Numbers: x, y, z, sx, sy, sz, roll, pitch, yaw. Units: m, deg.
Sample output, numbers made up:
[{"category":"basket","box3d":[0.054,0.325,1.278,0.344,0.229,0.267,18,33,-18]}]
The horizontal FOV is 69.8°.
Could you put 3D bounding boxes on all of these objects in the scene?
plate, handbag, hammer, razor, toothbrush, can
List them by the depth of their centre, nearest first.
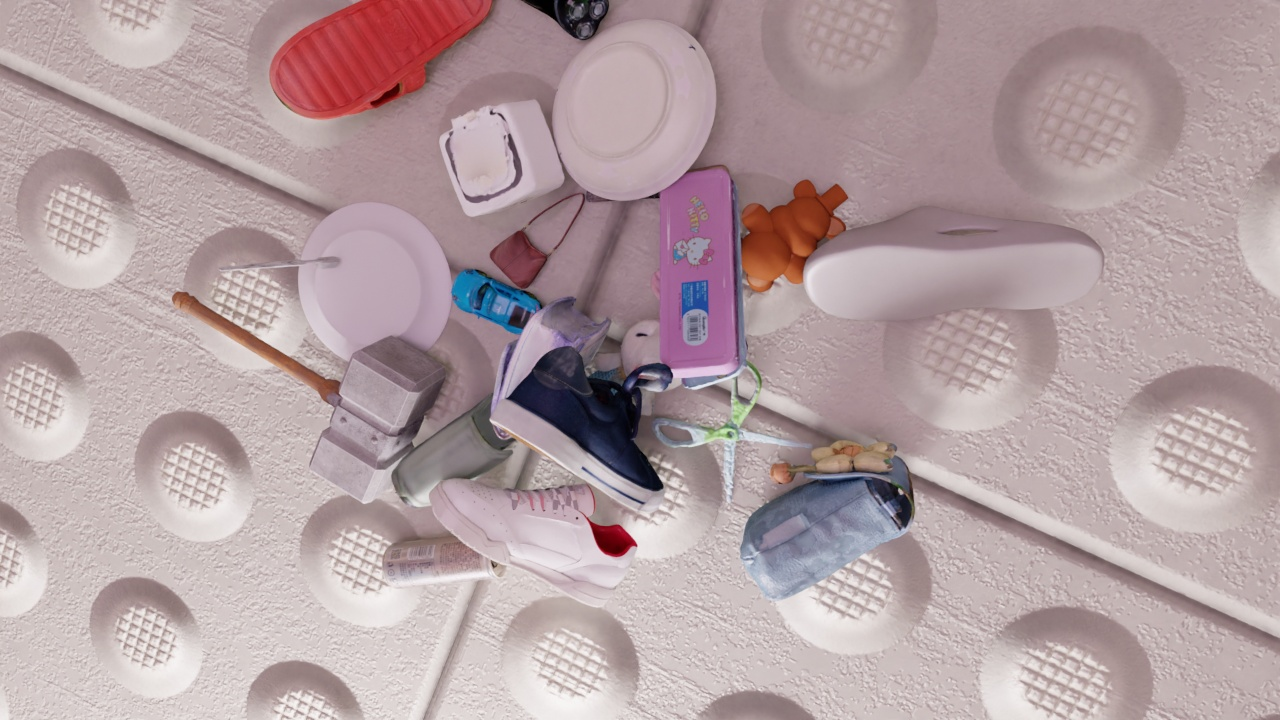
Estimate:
[{"category":"plate","box3d":[-0.016,-0.251,0.903,0.183,0.034,0.182,-2,86,27]},{"category":"razor","box3d":[-0.099,-0.375,0.913,0.140,0.063,0.053,34,104,3]},{"category":"handbag","box3d":[0.181,0.148,0.923,0.192,0.121,0.118,-33,93,20]},{"category":"handbag","box3d":[-0.097,0.003,0.932,0.069,0.158,0.127,33,105,1]},{"category":"toothbrush","box3d":[-0.367,-0.095,0.940,0.010,0.181,0.010,35,108,9]},{"category":"handbag","box3d":[-0.103,-0.135,0.980,0.120,0.029,0.055,-44,91,10]},{"category":"handbag","box3d":[-0.198,0.102,0.999,0.122,0.106,0.067,-34,94,16]},{"category":"hammer","box3d":[-0.391,0.006,1.024,0.318,0.082,0.163,30,112,5]},{"category":"plate","box3d":[-0.304,-0.082,1.033,0.189,0.016,0.188,2,100,12]},{"category":"can","box3d":[-0.225,0.229,1.053,0.136,0.054,0.054,-9,98,13]}]

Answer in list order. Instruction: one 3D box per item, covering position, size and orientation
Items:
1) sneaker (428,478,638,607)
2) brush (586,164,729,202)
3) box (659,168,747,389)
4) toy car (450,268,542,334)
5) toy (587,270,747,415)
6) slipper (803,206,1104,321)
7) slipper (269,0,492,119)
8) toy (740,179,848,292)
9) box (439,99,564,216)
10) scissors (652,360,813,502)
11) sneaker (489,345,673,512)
[{"category":"sneaker","box3d":[-0.101,0.165,0.968,0.236,0.090,0.104,34,98,-23]},{"category":"brush","box3d":[0.017,-0.187,0.949,0.151,0.012,0.039,-1,99,12]},{"category":"box","box3d":[0.061,-0.082,0.882,0.078,0.065,0.213,-11,65,25]},{"category":"toy car","box3d":[-0.160,-0.063,0.999,0.105,0.032,0.048,25,104,8]},{"category":"toy","box3d":[-0.006,0.006,0.942,0.206,0.105,0.131,-39,87,14]},{"category":"slipper","box3d":[0.292,-0.102,0.877,0.266,0.080,0.113,-3,143,16]},{"category":"slipper","box3d":[-0.265,-0.330,0.961,0.249,0.059,0.103,-30,94,0]},{"category":"toy","box3d":[0.148,-0.128,0.915,0.128,0.065,0.095,-39,97,6]},{"category":"box","box3d":[-0.152,-0.205,0.928,0.107,0.091,0.102,-15,99,31]},{"category":"scissors","box3d":[0.095,0.076,0.964,0.172,0.021,0.172,7,113,10]},{"category":"sneaker","box3d":[-0.027,0.063,0.888,0.121,0.294,0.127,26,79,29]}]
